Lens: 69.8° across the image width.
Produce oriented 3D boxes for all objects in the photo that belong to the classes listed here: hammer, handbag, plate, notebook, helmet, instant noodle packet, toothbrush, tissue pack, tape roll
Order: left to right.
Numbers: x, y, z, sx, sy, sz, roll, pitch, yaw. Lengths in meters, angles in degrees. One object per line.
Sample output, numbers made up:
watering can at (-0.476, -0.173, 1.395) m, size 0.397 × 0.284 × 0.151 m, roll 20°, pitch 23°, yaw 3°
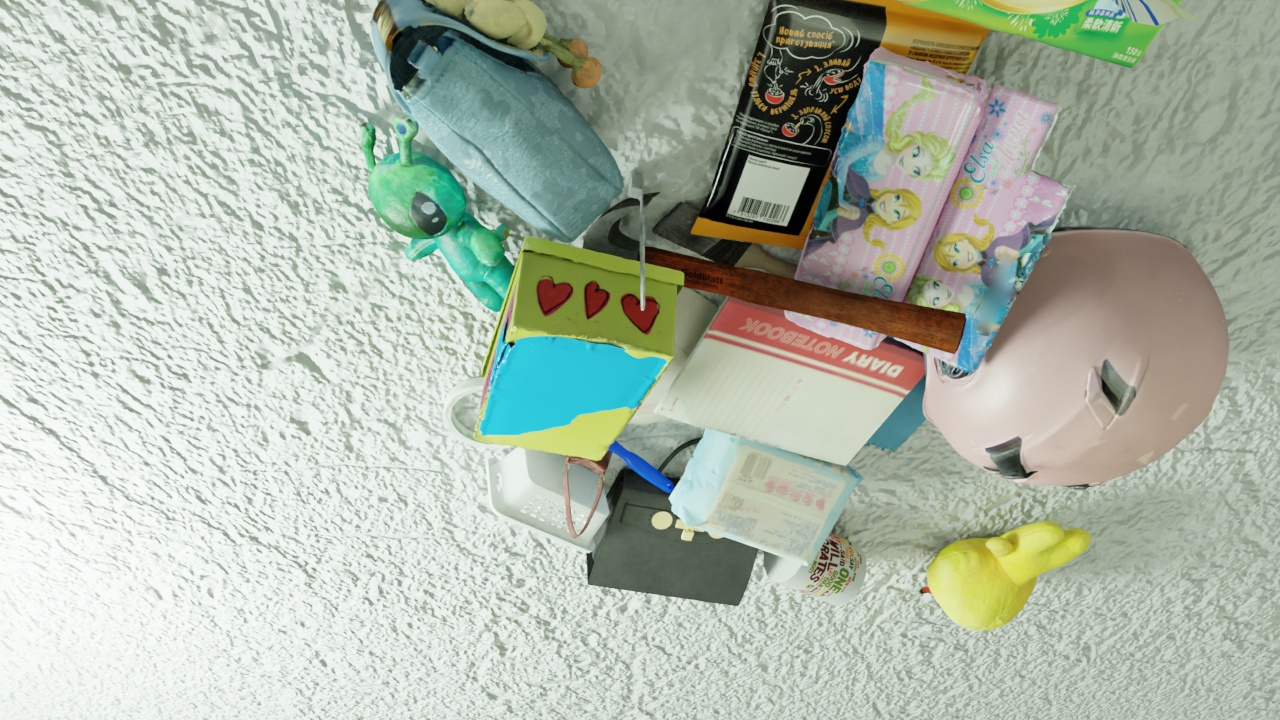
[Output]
tape roll at (-0.146, 0.052, 0.898) m, size 0.093 × 0.013 × 0.093 m, roll -1°, pitch 134°, yaw -1°
handbag at (-0.086, -0.175, 0.610) m, size 0.119 × 0.121 × 0.192 m, roll -44°, pitch 124°, yaw 8°
handbag at (-0.055, 0.116, 0.889) m, size 0.055 × 0.119 × 0.029 m, roll 22°, pitch 143°, yaw -22°
toothbrush at (-0.025, 0.083, 0.898) m, size 0.018 × 0.016 × 0.182 m, roll -21°, pitch 131°, yaw 41°
plate at (-0.004, 0.005, 0.846) m, size 0.189 × 0.027 × 0.189 m, roll -1°, pitch 134°, yaw -1°
toothbrush at (-0.003, -0.089, 0.647) m, size 0.010 × 0.181 × 0.010 m, roll 13°, pitch 127°, yaw -10°
handbag at (0.051, 0.161, 0.992) m, size 0.175 × 0.072 × 0.196 m, roll 11°, pitch 122°, yaw -13°
hammer at (0.095, -0.056, 0.709) m, size 0.301 × 0.028 × 0.111 m, roll 15°, pitch 125°, yaw 16°
tissue pack at (0.128, 0.132, 0.930) m, size 0.181 × 0.070 × 0.112 m, roll 22°, pitch 99°, yaw -22°
notebook at (0.138, 0.021, 0.825) m, size 0.208 × 0.012 × 0.153 m, roll 16°, pitch 128°, yaw -19°
instant noodle packet at (0.143, -0.170, 0.676) m, size 0.159 × 0.032 × 0.221 m, roll 6°, pitch 134°, yaw -11°
tissue pack at (0.239, -0.240, 0.535) m, size 0.197 × 0.141 × 0.120 m, roll 6°, pitch 134°, yaw -8°
helmet at (0.369, 0.020, 0.773) m, size 0.229 × 0.152 × 0.256 m, roll 14°, pitch 132°, yaw -35°

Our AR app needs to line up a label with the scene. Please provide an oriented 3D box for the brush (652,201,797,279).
brush at (0.083, -0.091, 0.766) m, size 0.151 × 0.012 × 0.039 m, roll 22°, pitch 129°, yaw -22°

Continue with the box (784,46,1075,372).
box at (0.206, -0.093, 0.664) m, size 0.159 × 0.035 × 0.231 m, roll 22°, pitch 135°, yaw 13°

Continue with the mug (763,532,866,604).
mug at (0.190, 0.232, 1.052) m, size 0.089 × 0.073 × 0.105 m, roll 26°, pitch 154°, yaw -24°

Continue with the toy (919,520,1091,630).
toy at (0.413, 0.242, 1.050) m, size 0.133 × 0.092 × 0.208 m, roll 18°, pitch 129°, yaw -23°

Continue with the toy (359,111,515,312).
toy at (-0.146, -0.106, 0.707) m, size 0.131 × 0.072 × 0.193 m, roll 8°, pitch 148°, yaw 43°

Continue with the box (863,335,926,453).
box at (0.237, 0.004, 0.852) m, size 0.174 × 0.033 × 0.232 m, roll 16°, pitch 131°, yaw -18°

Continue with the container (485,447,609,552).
container at (-0.090, 0.135, 0.938) m, size 0.129 × 0.080 × 0.050 m, roll 30°, pitch 115°, yaw -30°

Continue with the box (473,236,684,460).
box at (-0.056, -0.001, 0.717) m, size 0.124 × 0.080 × 0.222 m, roll 10°, pitch 151°, yaw -11°
